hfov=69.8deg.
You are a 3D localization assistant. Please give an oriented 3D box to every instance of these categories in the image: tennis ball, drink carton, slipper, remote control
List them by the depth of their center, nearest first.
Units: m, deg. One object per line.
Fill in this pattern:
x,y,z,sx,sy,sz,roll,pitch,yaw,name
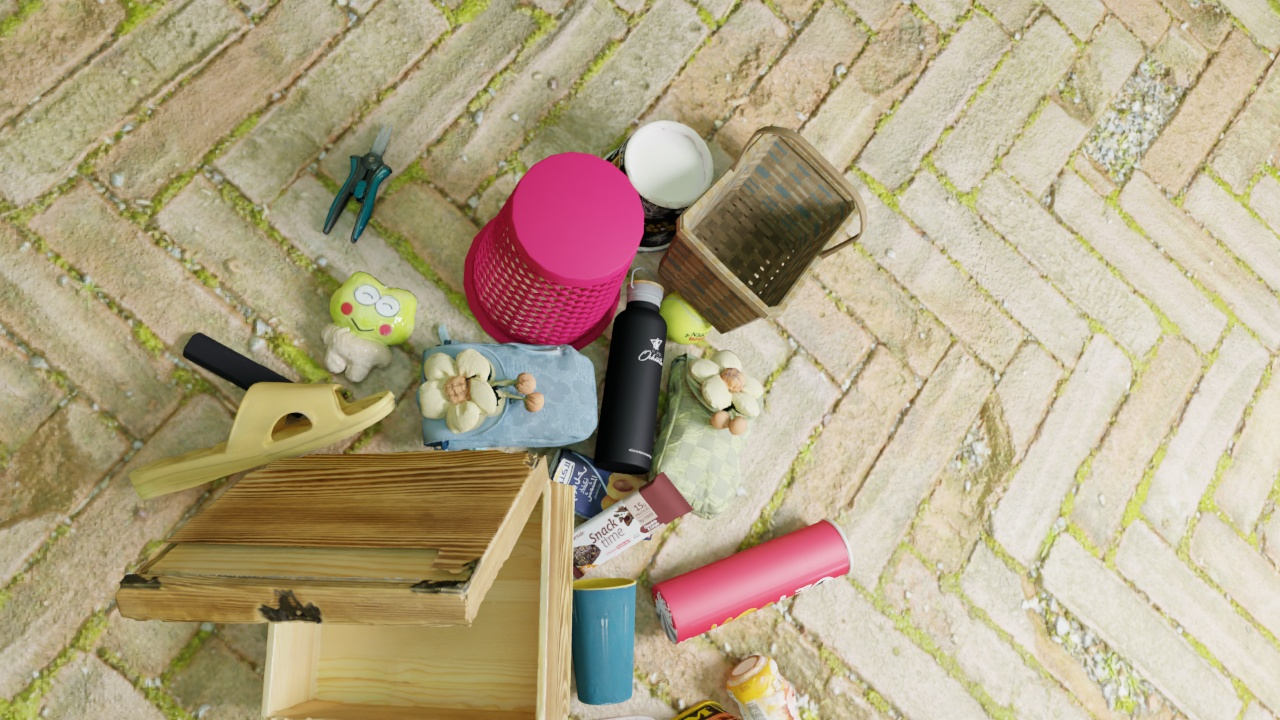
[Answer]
-0.375,0.062,0.910,0.263,0.099,0.078,-19,96,-6,slipper
-0.412,0.015,0.964,0.136,0.015,0.032,30,74,-7,remote control
-0.042,0.150,1.019,0.130,0.040,0.064,24,74,-9,drink carton
0.053,-0.051,1.068,0.065,0.065,0.065,3,79,-14,tennis ball

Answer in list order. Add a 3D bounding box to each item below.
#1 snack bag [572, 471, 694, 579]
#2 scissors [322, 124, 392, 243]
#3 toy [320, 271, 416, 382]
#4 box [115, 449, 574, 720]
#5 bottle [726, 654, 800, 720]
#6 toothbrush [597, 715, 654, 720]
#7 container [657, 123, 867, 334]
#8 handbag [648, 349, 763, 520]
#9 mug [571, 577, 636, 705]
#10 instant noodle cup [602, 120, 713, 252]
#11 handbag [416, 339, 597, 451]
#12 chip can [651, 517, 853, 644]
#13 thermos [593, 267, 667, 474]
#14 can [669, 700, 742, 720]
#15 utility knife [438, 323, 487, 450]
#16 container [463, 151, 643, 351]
-0.023,0.179,0.986,0.158,0.013,0.057,-33,104,16,snack bag
-0.306,-0.195,1.027,0.128,0.019,0.140,-24,79,-11,scissors
-0.296,-0.034,0.988,0.092,0.046,0.115,26,82,-11,toy
-0.225,0.181,0.786,0.279,0.315,0.281,-2,77,12,box
0.143,0.382,1.010,0.063,0.063,0.108,-33,89,-18,bottle
-0.071,0.392,0.979,0.181,0.018,0.015,2,80,-15,toothbrush
0.150,-0.161,1.019,0.157,0.187,0.249,44,52,-3,container
0.080,0.075,1.016,0.113,0.117,0.186,22,59,-12,handbag
-0.041,0.298,0.977,0.078,0.078,0.121,-2,85,-15,mug
0.018,-0.209,1.065,0.137,0.112,0.137,3,78,-14,instant noodle cup
-0.138,0.037,0.967,0.191,0.119,0.121,2,76,-13,handbag
0.125,0.246,1.029,0.220,0.069,0.069,-17,84,-16,chip can
-0.006,0.006,1.012,0.061,0.061,0.231,11,72,-12,thermos
0.053,0.424,0.958,0.135,0.104,0.075,-23,86,-17,can
-0.195,0.045,1.013,0.022,0.016,0.179,-15,85,-18,utility knife
-0.085,-0.115,0.960,0.183,0.226,0.183,3,79,-14,container
